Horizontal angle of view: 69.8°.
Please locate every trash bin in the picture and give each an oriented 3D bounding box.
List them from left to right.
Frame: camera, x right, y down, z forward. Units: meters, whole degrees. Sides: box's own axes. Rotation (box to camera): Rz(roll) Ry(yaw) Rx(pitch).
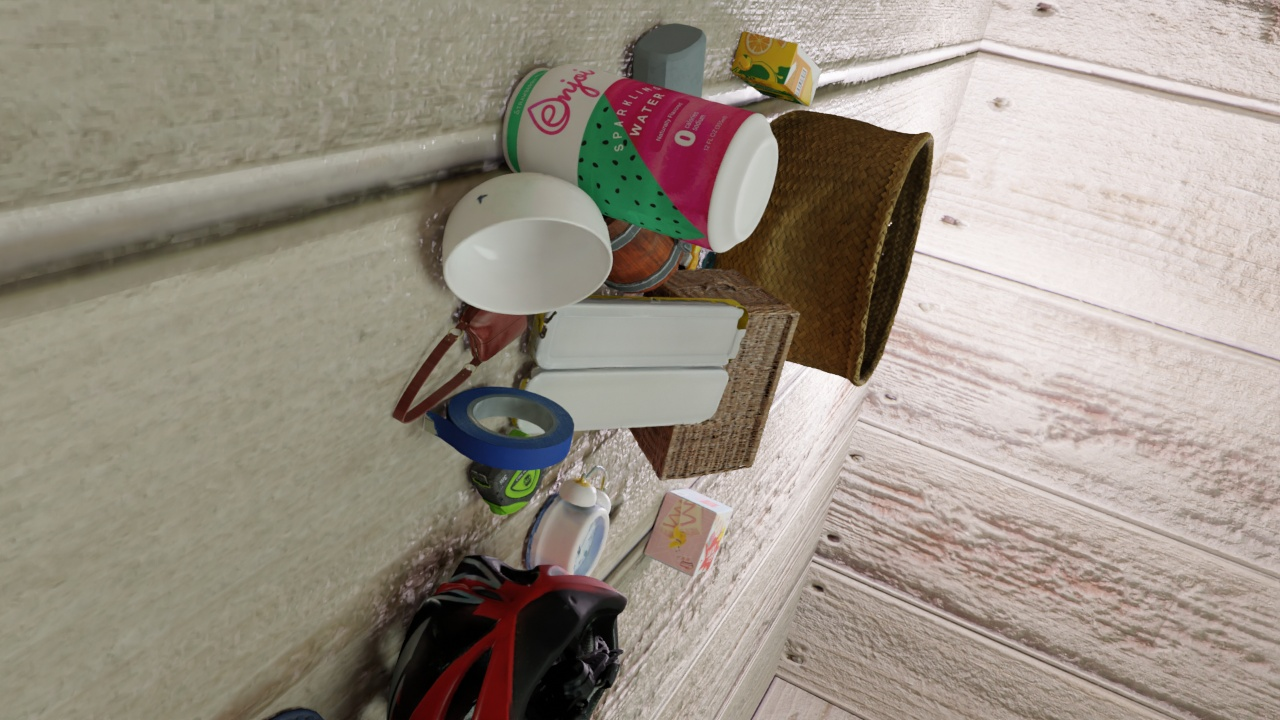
[{"bbox_3d":[-0.151,0.338,0.562,0.138,0.250,0.139,-52,154,-39],"label":"trash bin"}]

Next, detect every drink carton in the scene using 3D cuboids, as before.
[{"bbox_3d":[0.142,-0.300,0.948,0.122,0.058,0.041,-11,120,-67],"label":"drink carton"}]

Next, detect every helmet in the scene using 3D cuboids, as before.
[{"bbox_3d":[-0.107,0.278,0.735,0.216,0.167,0.273,-44,149,-49],"label":"helmet"}]

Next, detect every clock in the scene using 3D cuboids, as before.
[{"bbox_3d":[-0.065,0.161,0.900,0.125,0.052,0.089,-68,159,-11],"label":"clock"}]

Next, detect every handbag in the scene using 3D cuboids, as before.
[{"bbox_3d":[-0.124,-0.002,0.624,0.119,0.029,0.055,-51,152,-28],"label":"handbag"}]

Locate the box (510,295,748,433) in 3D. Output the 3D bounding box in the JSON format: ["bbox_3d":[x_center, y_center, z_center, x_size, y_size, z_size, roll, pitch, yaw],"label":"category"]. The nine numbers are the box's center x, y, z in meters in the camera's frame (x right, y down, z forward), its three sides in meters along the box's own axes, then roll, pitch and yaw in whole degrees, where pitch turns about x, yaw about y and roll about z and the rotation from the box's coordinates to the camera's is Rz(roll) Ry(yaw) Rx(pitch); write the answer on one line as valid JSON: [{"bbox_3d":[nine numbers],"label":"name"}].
[{"bbox_3d":[-0.005,0.005,0.782,0.209,0.023,0.127,-1,118,-34],"label":"box"}]

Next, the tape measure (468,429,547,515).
[{"bbox_3d":[-0.107,0.090,0.743,0.065,0.036,0.059,-47,142,-38],"label":"tape measure"}]

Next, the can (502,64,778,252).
[{"bbox_3d":[-0.001,-0.134,0.595,0.088,0.166,0.088,-52,154,-39],"label":"can"}]

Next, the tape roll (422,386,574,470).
[{"bbox_3d":[-0.092,0.047,0.650,0.092,0.091,0.016,-23,131,-56],"label":"tape roll"}]

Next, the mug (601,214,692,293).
[{"bbox_3d":[-0.003,-0.106,0.699,0.111,0.117,0.081,37,58,-65],"label":"mug"}]

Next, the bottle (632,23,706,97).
[{"bbox_3d":[0.020,-0.190,0.768,0.072,0.046,0.161,-49,152,-42],"label":"bottle"}]

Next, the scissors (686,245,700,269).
[{"bbox_3d":[0.055,-0.105,0.983,0.128,0.011,0.125,-67,155,-15],"label":"scissors"}]

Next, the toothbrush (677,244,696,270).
[{"bbox_3d":[0.079,-0.173,0.951,0.196,0.031,0.031,-66,157,-13],"label":"toothbrush"}]

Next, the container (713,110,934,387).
[{"bbox_3d":[0.216,-0.141,1.088,0.305,0.197,0.308,-52,152,-43],"label":"container"}]

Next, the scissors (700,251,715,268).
[{"bbox_3d":[0.060,-0.066,1.041,0.057,0.015,0.136,77,34,-61],"label":"scissors"}]

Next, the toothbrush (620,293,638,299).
[{"bbox_3d":[0.005,-0.073,0.860,0.180,0.018,0.016,-49,150,-25],"label":"toothbrush"}]

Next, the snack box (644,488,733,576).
[{"bbox_3d":[0.068,0.236,1.268,0.095,0.079,0.093,-69,160,2],"label":"snack box"}]

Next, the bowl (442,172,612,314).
[{"bbox_3d":[-0.073,-0.078,0.580,0.105,0.105,0.054,68,10,-62],"label":"bowl"}]

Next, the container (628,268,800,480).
[{"bbox_3d":[0.061,0.010,0.921,0.113,0.112,0.199,-4,121,-29],"label":"container"}]
